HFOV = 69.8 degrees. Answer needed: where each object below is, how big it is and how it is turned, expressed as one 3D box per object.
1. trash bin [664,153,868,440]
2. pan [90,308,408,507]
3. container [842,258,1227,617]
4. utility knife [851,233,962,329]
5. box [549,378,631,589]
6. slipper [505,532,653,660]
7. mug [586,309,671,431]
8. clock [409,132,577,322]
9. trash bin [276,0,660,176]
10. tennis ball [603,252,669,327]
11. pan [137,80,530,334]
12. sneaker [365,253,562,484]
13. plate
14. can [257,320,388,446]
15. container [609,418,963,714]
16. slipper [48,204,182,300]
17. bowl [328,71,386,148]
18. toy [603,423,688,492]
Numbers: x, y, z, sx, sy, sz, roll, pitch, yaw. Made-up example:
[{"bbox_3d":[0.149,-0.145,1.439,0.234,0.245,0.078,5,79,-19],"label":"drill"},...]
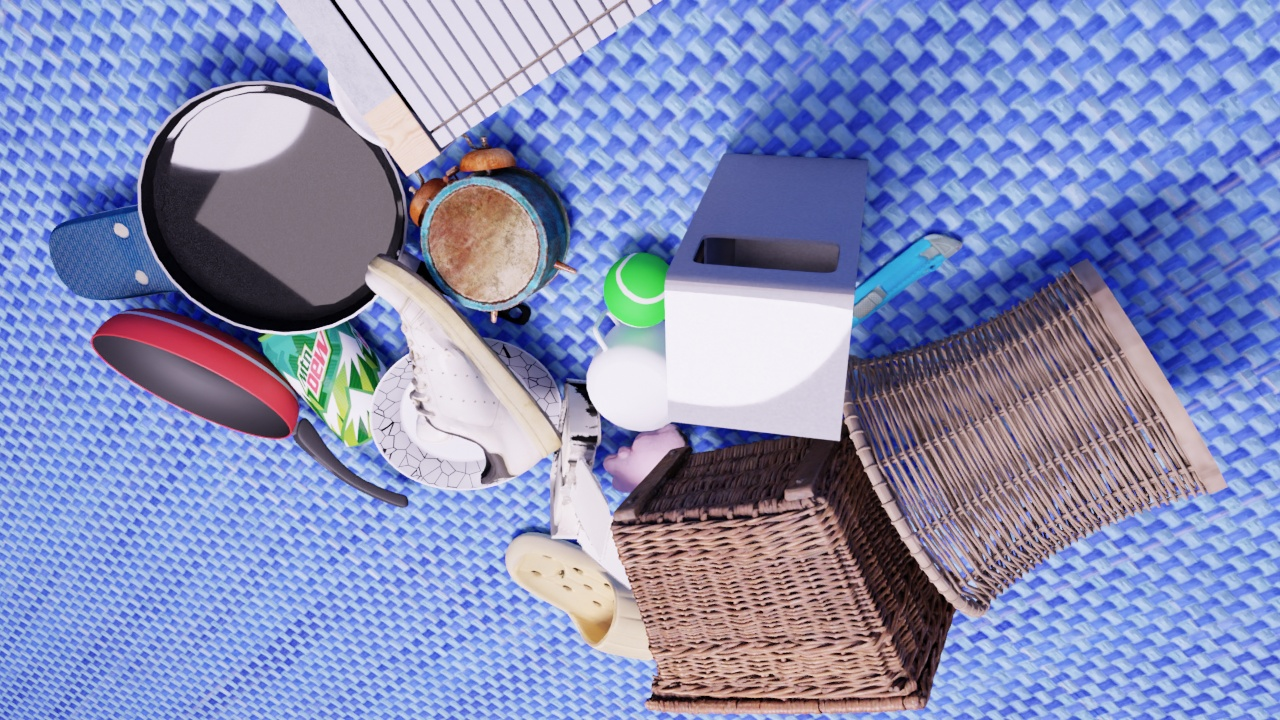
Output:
[{"bbox_3d":[0.099,-0.058,0.674,0.114,0.228,0.115,6,124,13],"label":"trash bin"},{"bbox_3d":[-0.395,0.054,0.974,0.356,0.067,0.209,31,152,-21],"label":"pan"},{"bbox_3d":[0.293,0.051,0.703,0.197,0.226,0.227,-31,109,23],"label":"container"},{"bbox_3d":[0.189,-0.045,0.789,0.031,0.015,0.197,42,125,-7],"label":"utility knife"},{"bbox_3d":[-0.050,0.122,0.881,0.065,0.185,0.146,-8,132,-25],"label":"box"},{"bbox_3d":[-0.042,0.286,1.037,0.261,0.079,0.112,28,129,-2],"label":"slipper"},{"bbox_3d":[-0.005,0.005,0.845,0.094,0.067,0.115,-26,112,29],"label":"mug"},{"bbox_3d":[-0.134,-0.122,0.796,0.121,0.073,0.157,-28,99,20],"label":"clock"},{"bbox_3d":[-0.088,-0.266,0.623,0.247,0.142,0.142,-27,111,20],"label":"trash bin"},{"bbox_3d":[0.000,-0.061,0.802,0.065,0.065,0.065,8,124,12],"label":"tennis ball"},{"bbox_3d":[-0.266,-0.109,0.841,0.356,0.034,0.226,22,107,-17],"label":"pan"},{"bbox_3d":[-0.177,0.017,0.826,0.102,0.089,0.241,-41,110,-7],"label":"sneaker"},{"bbox_3d":[-0.175,0.053,0.926,0.188,0.016,0.189,-6,124,-9],"label":"plate"},{"bbox_3d":[-0.309,0.010,0.930,0.083,0.082,0.144,-24,113,28],"label":"can"},{"bbox_3d":[0.105,0.167,0.762,0.251,0.161,0.183,-16,105,34],"label":"container"},{"bbox_3d":[-0.443,-0.112,0.906,0.295,0.060,0.118,-2,119,12],"label":"slipper"},{"bbox_3d":[-0.197,-0.234,0.760,0.110,0.040,0.110,3,118,5],"label":"bowl"},{"bbox_3d":[0.013,0.110,0.920,0.093,0.050,0.102,-9,122,18],"label":"toy"}]
